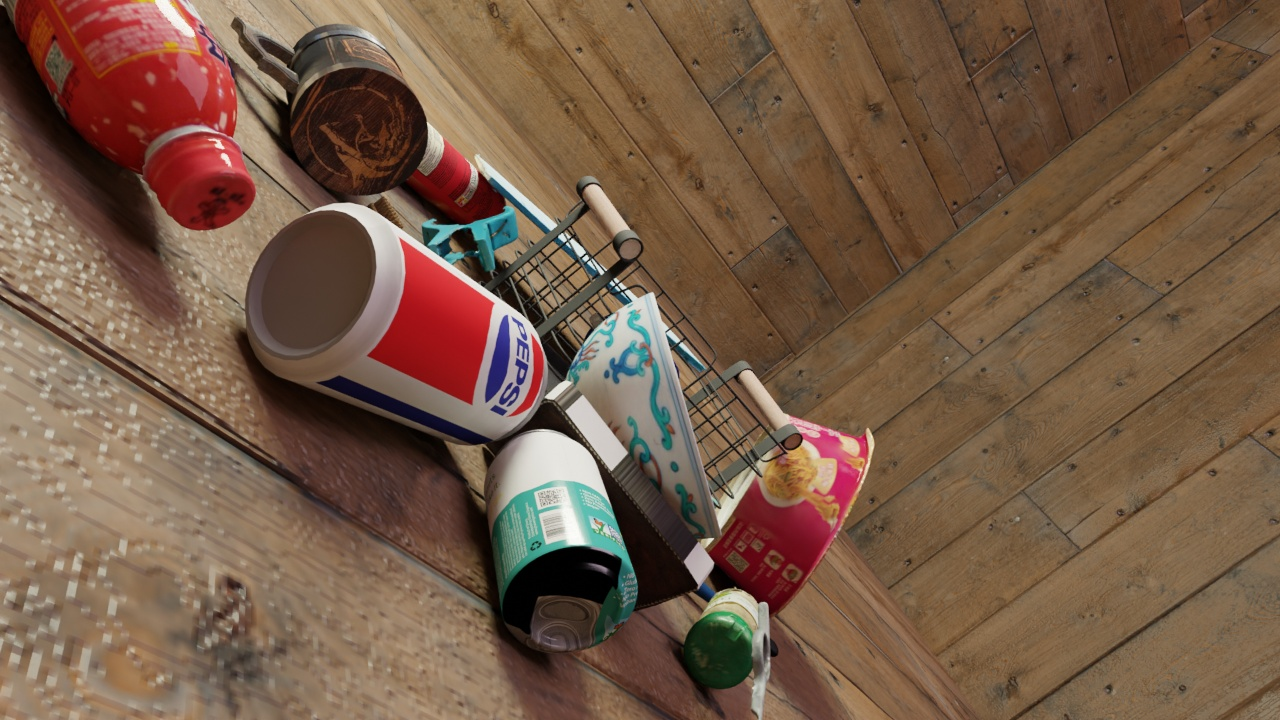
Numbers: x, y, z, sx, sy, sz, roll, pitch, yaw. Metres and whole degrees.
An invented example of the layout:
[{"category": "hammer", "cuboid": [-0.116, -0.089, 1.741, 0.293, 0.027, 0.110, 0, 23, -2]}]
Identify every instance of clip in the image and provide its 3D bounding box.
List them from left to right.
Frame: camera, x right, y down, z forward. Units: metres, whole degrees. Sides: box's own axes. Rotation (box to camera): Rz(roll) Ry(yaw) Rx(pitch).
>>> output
[{"category": "clip", "cuboid": [-0.139, -0.083, 0.642, 0.129, 0.121, 0.031, -53, 141, -64]}]

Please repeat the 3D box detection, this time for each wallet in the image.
[{"category": "wallet", "cuboid": [-0.023, 0.074, 0.475, 0.123, 0.072, 0.019, 52, 46, -6]}]

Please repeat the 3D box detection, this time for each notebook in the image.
[{"category": "notebook", "cuboid": [-0.051, -0.094, 0.850, 0.253, 0.009, 0.181, 41, 5, -22]}]

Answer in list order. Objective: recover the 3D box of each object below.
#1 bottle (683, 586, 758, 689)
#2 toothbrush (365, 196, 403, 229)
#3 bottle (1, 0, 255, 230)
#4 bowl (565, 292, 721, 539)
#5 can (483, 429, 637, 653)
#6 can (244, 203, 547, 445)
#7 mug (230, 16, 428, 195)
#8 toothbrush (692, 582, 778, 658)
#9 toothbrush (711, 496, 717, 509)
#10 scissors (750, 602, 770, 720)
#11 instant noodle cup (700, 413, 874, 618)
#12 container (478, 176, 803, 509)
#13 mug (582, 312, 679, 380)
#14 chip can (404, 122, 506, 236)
[{"category": "bottle", "cuboid": [0.055, 0.170, 0.574, 0.043, 0.043, 0.111, 53, 6, 10]}, {"category": "toothbrush", "cuboid": [-0.133, -0.043, 0.572, 0.166, 0.016, 0.016, 55, 5, 25]}, {"category": "bottle", "cuboid": [-0.188, -0.107, 0.343, 0.137, 0.062, 0.062, 55, 7, 17]}, {"category": "bowl", "cuboid": [-0.009, 0.040, 0.527, 0.144, 0.074, 0.144, -12, 86, -88]}, {"category": "can", "cuboid": [-0.038, 0.075, 0.399, 0.055, 0.055, 0.101, 48, 7, -29]}, {"category": "can", "cuboid": [-0.096, -0.009, 0.389, 0.070, 0.070, 0.132, 55, 7, 26]}, {"category": "mug", "cuboid": [-0.199, -0.171, 0.581, 0.115, 0.080, 0.107, 25, 20, -36]}, {"category": "toothbrush", "cuboid": [0.048, 0.168, 0.654, 0.167, 0.014, 0.014, 45, 20, -27]}, {"category": "toothbrush", "cuboid": [0.033, 0.108, 0.879, 0.135, 0.017, 0.022, 44, 8, -1]}, {"category": "scissors", "cuboid": [0.059, 0.185, 0.463, 0.142, 0.014, 0.161, 62, 23, -50]}, {"category": "instant noodle cup", "cuboid": [0.116, 0.121, 0.782, 0.078, 0.179, 0.178, 31, 6, 3]}, {"category": "container", "cuboid": [-0.004, 0.004, 0.690, 0.241, 0.130, 0.162, 47, 8, -36]}, {"category": "mug", "cuboid": [-0.019, -0.008, 0.895, 0.112, 0.075, 0.076, 52, 5, -44]}, {"category": "chip can", "cuboid": [-0.186, -0.172, 0.756, 0.051, 0.052, 0.214, 55, 7, 30]}]
